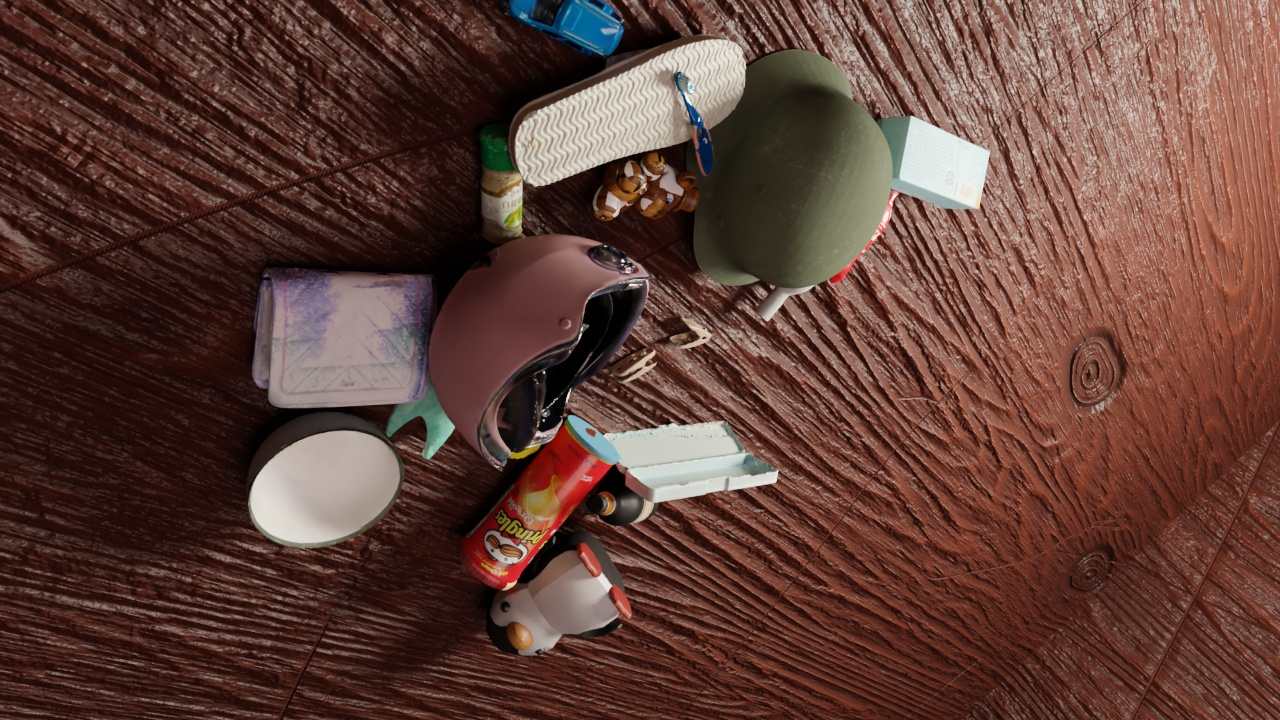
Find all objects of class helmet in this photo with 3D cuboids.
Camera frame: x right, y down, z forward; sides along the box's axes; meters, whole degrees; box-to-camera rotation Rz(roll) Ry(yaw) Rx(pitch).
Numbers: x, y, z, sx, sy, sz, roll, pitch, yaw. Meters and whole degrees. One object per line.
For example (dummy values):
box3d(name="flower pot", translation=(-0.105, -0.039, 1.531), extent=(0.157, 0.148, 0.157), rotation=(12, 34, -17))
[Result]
box3d(name="helmet", translation=(-0.105, -0.027, 0.900), extent=(0.254, 0.152, 0.231), rotation=(-38, 161, -46))
box3d(name="helmet", translation=(0.174, -0.175, 0.989), extent=(0.226, 0.154, 0.268), rotation=(9, 119, -39))

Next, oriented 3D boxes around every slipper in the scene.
box3d(name="slipper", translation=(-0.013, -0.241, 0.876), extent=(0.262, 0.052, 0.115), rotation=(-26, 141, -24))

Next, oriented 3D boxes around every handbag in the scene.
box3d(name="handbag", translation=(-0.278, -0.025, 0.870), extent=(0.158, 0.069, 0.126), rotation=(-1, 110, -35))

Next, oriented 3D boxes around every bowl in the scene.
box3d(name="bowl", translation=(-0.327, 0.112, 0.938), extent=(0.153, 0.073, 0.154), rotation=(-19, 132, -22))

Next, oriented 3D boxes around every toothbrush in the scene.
box3d(name="toothbrush", translation=(0.056, -0.228, 0.898), extent=(0.021, 0.017, 0.135), rotation=(-43, 145, -12))

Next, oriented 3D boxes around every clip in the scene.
box3d(name="clip", translation=(0.067, -0.036, 1.123), extent=(0.049, 0.026, 0.061), rotation=(-27, 136, -16))
box3d(name="clip", translation=(-0.006, 0.003, 1.105), extent=(0.061, 0.026, 0.050), rotation=(5, 119, -39))

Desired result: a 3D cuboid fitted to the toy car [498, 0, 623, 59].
box3d(name="toy car", translation=(-0.066, -0.306, 0.802), extent=(0.120, 0.043, 0.056), rotation=(15, 114, -40))

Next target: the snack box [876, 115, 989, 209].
box3d(name="snack box", translation=(0.353, -0.238, 1.119), extent=(0.174, 0.053, 0.075), rotation=(7, 94, -39))

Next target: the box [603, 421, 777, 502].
box3d(name="box", translation=(0.063, 0.130, 1.170), extent=(0.196, 0.136, 0.044), rotation=(-3, 120, -32))

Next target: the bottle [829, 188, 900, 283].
box3d(name="bottle", translation=(0.275, -0.161, 1.151), extent=(0.042, 0.042, 0.142), rotation=(28, 105, -44))

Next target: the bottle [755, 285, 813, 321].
box3d(name="bottle", translation=(0.211, -0.130, 1.124), extent=(0.052, 0.052, 0.195), rotation=(28, 105, -44))

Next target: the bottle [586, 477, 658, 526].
box3d(name="bottle", translation=(-0.027, 0.177, 1.149), extent=(0.059, 0.059, 0.181), rotation=(-47, 164, 7))

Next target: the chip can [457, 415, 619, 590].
box3d(name="chip can", translation=(-0.124, 0.173, 1.116), extent=(0.213, 0.087, 0.087), rotation=(-50, 136, 8))

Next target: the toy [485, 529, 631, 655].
box3d(name="toy", translation=(-0.120, 0.316, 1.226), extent=(0.184, 0.140, 0.159), rotation=(-33, 104, 6))

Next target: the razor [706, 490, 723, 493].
box3d(name="razor", translation=(0.063, 0.155, 1.255), extent=(0.140, 0.053, 0.064), rotation=(6, 128, -34))

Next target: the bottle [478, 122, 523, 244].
box3d(name="bottle", translation=(-0.132, -0.166, 0.870), extent=(0.043, 0.043, 0.111), rotation=(-14, 131, -25))

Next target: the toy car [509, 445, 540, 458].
box3d(name="toy car", translation=(-0.136, 0.075, 1.070), extent=(0.049, 0.030, 0.107), rotation=(-14, 132, -27))

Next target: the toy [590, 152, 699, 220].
box3d(name="toy", translation=(0.010, -0.175, 0.942), extent=(0.112, 0.067, 0.087), rotation=(13, 146, -33))

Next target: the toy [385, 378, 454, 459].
box3d(name="toy", translation=(-0.227, 0.055, 0.973), extent=(0.085, 0.033, 0.105), rotation=(-61, 156, -12))
